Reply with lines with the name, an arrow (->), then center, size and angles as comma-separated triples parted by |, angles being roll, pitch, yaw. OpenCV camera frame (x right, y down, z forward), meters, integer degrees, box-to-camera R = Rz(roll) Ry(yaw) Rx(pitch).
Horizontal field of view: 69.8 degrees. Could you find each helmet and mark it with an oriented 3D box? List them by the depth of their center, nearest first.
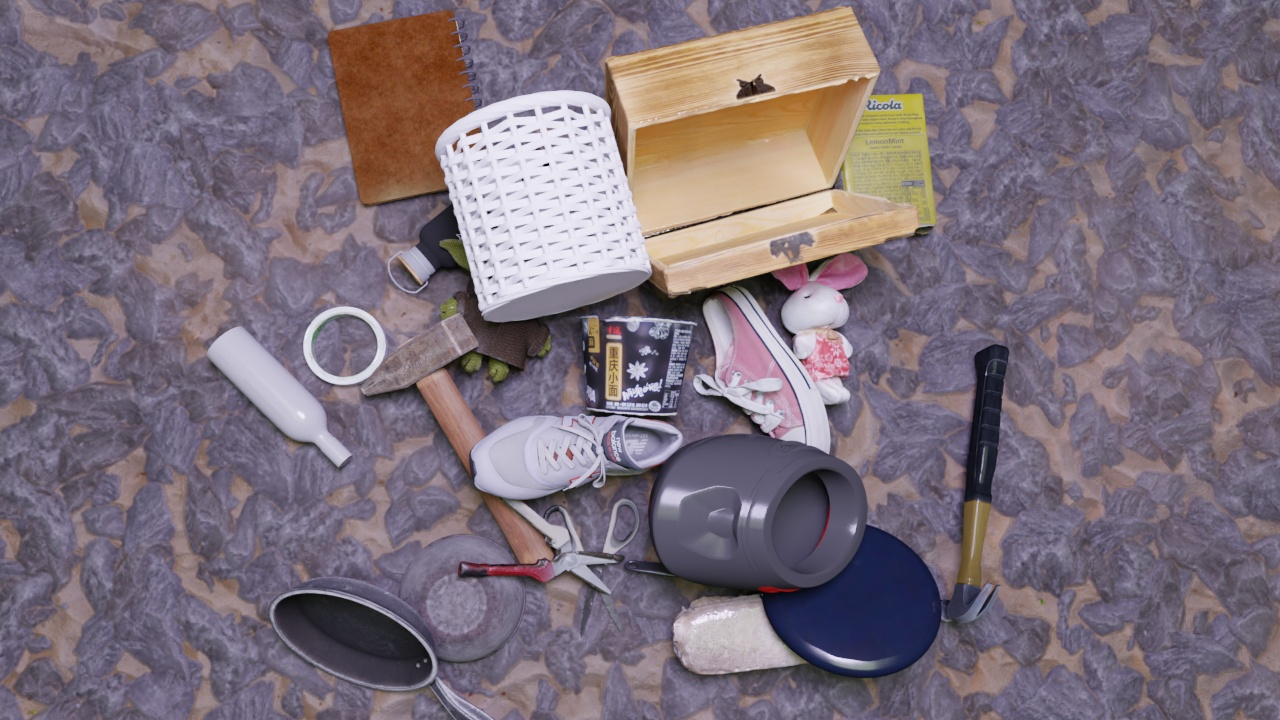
helmet -> 0.108, 0.161, 0.995 | 0.264, 0.170, 0.164 | 3, 92, -44

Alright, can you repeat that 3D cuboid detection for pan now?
pan -> -0.237, 0.343, 0.993 | 0.357, 0.188, 0.055 | 37, 41, -17
pan -> 0.158, 0.252, 1.039 | 0.357, 0.021, 0.198 | 5, 44, 8

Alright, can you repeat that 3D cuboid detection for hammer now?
hammer -> -0.190, 0.111, 1.041 | 0.158, 0.037, 0.301 | -27, 96, 31
hammer -> 0.401, 0.141, 1.084 | 0.025, 0.118, 0.332 | 14, 75, -5

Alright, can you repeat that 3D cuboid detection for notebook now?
notebook -> -0.279, -0.311, 1.127 | 0.167, 0.024, 0.225 | -12, 83, -5

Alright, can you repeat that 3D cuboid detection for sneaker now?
sneaker -> -0.055, 0.094, 0.991 | 0.239, 0.125, 0.089 | -5, 83, -36
sneaker -> 0.133, 0.026, 1.075 | 0.087, 0.119, 0.241 | -24, 78, -29

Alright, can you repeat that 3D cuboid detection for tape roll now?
tape roll -> -0.347, -0.016, 1.080 | 0.094, 0.018, 0.093 | 1, 81, -4

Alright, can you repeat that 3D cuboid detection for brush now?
brush -> 0.170, 0.305, 1.056 | 0.271, 0.057, 0.083 | -6, 82, -6

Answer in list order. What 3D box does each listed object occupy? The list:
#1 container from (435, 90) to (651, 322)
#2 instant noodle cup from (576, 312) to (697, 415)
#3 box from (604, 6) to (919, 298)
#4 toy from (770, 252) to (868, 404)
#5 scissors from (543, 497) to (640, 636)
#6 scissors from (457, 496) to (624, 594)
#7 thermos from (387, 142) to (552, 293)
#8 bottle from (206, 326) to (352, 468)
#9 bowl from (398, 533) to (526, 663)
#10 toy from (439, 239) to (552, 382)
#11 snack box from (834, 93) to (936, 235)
container -> -0.100, -0.155, 0.964 | 0.189, 0.189, 0.186 | -15, 86, -7
instant noodle cup -> -0.006, 0.006, 1.054 | 0.137, 0.137, 0.112 | 3, 89, -5
box -> 0.122, -0.185, 1.037 | 0.279, 0.270, 0.263 | -16, 71, -7
toy -> 0.214, -0.043, 1.101 | 0.158, 0.084, 0.194 | 4, 79, -35
scissors -> -0.052, 0.229, 1.071 | 0.157, 0.012, 0.168 | 40, 81, 2
scissors -> -0.113, 0.208, 1.019 | 0.194, 0.015, 0.179 | -21, 101, -24
thermos -> -0.201, -0.165, 1.092 | 0.231, 0.061, 0.061 | -41, 87, -9
bottle -> -0.405, 0.047, 1.047 | 0.195, 0.052, 0.052 | 44, 80, 2
bowl -> -0.201, 0.268, 1.024 | 0.145, 0.067, 0.145 | 1, 81, -5
toy -> -0.162, -0.055, 1.065 | 0.179, 0.078, 0.152 | 21, 81, -24
snack box -> 0.303, -0.244, 1.159 | 0.121, 0.045, 0.181 | -5, 85, -8
